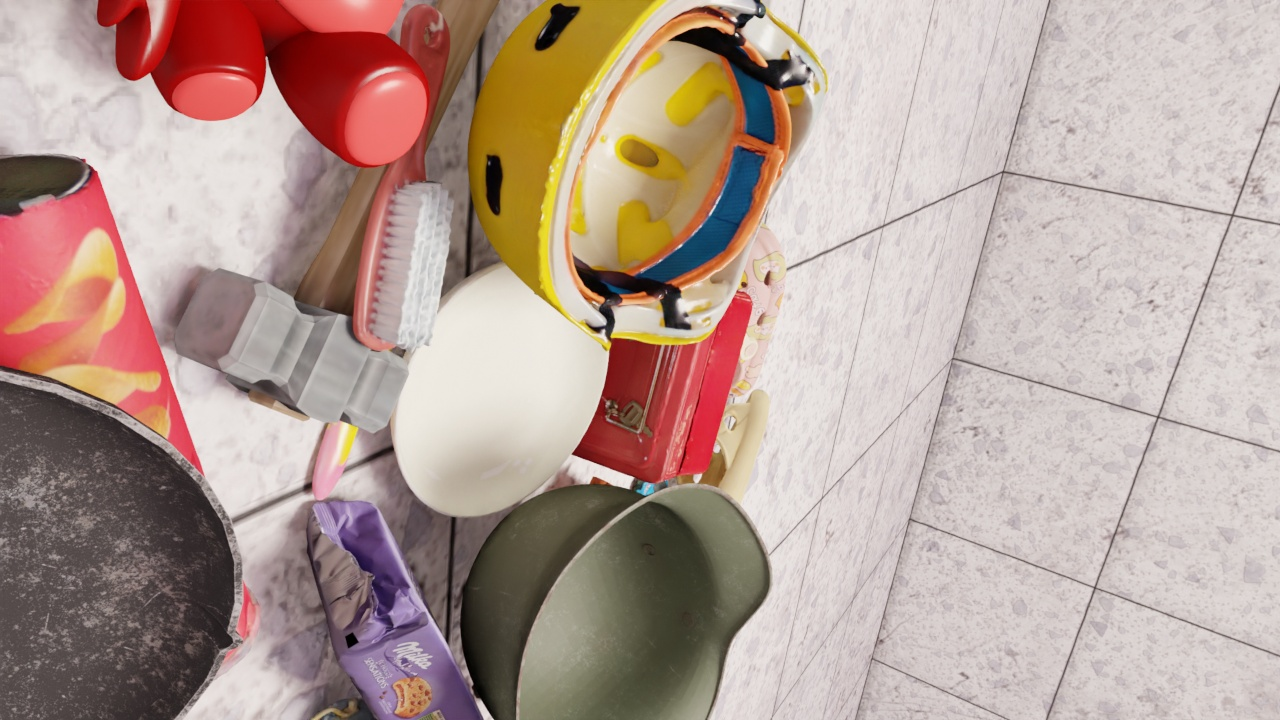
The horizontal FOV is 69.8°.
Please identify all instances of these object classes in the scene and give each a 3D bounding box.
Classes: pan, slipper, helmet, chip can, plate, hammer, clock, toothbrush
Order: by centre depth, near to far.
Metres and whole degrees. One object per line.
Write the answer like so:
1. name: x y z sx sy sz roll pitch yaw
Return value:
1. pan: -0.279 0.151 0.333 0.207 0.040 0.357 15 109 -37
2. chip can: -0.220 0.035 0.374 0.072 0.073 0.233 -42 141 -45
3. hammer: -0.124 -0.122 0.488 0.322 0.051 0.117 -69 154 -11
4. helmet: -0.018 -0.125 0.524 0.239 0.140 0.209 6 112 -58
5. toothbrush: -0.163 0.018 0.538 0.135 0.016 0.021 -67 155 -4
6. clock: -0.202 0.272 0.592 0.090 0.052 0.130 -45 139 -42
7. plate: -0.095 0.015 0.612 0.181 0.034 0.183 -29 130 -40
8. helmet: -0.036 0.192 0.656 0.226 0.154 0.268 -34 123 -32
9. slipper: 0.080 -0.044 0.887 0.081 0.093 0.198 -26 131 -41
10. slipper: 0.071 0.119 0.977 0.260 0.079 0.112 -63 177 -51

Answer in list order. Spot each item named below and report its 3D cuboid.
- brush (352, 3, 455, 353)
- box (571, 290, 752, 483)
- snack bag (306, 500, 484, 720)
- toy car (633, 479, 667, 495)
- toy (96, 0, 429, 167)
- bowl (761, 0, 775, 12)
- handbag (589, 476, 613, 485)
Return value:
1. brush: -0.109 -0.088 0.452 0.041 0.030 0.172 1 99 -62
2. box: 0.008 0.005 0.729 0.122 0.137 0.157 2 107 -62
3. snack bag: -0.153 0.179 0.573 0.058 0.096 0.206 -26 136 -17
4. toy car: 0.014 0.157 0.950 0.048 0.032 0.105 -46 146 -41
5. toy: -0.156 -0.169 0.326 0.197 0.121 0.158 11 100 -55
6. bowl: 0.024 -0.258 0.646 0.176 0.066 0.177 -34 137 -40
7. handbag: -0.063 0.190 0.788 0.171 0.060 0.109 -61 157 -13
